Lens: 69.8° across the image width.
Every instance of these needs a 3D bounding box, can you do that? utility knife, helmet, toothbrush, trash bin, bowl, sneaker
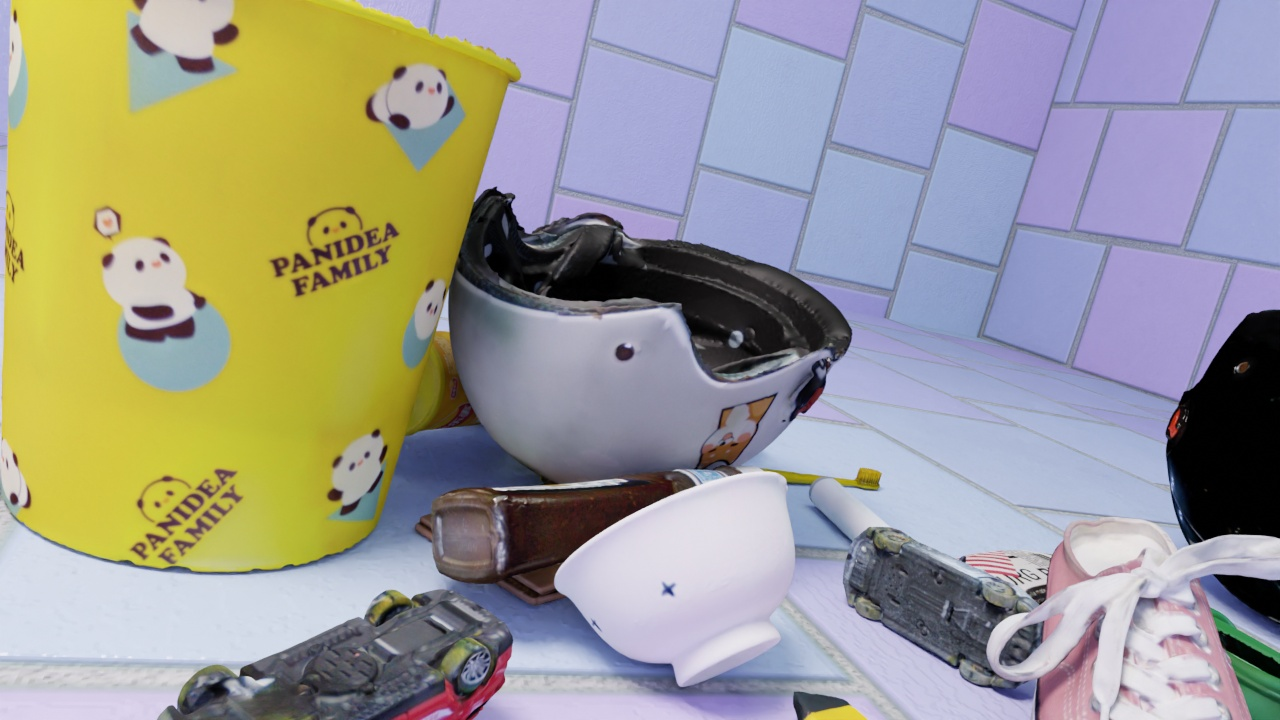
[{"bbox_3d":[0.110,0.174,0.344,0.033,0.015,0.156,0,17,-30],"label":"utility knife"},{"bbox_3d":[-0.004,0.003,0.599,0.273,0.157,0.230,1,27,-48],"label":"helmet"},{"bbox_3d":[0.136,0.097,0.789,0.189,0.016,0.016,8,11,-30],"label":"toothbrush"},{"bbox_3d":[-0.200,-0.050,0.463,0.229,0.255,0.229,14,10,-3],"label":"trash bin"},{"bbox_3d":[0.027,0.107,0.416,0.118,0.119,0.064,3,54,-45],"label":"bowl"},{"bbox_3d":[0.545,0.101,0.727,0.233,0.230,0.274,24,1,4],"label":"helmet"},{"bbox_3d":[0.170,0.129,0.632,0.026,0.027,0.221,51,-2,-18],"label":"toothbrush"},{"bbox_3d":[0.207,0.125,0.380,0.118,0.088,0.240,-1,24,22],"label":"sneaker"}]

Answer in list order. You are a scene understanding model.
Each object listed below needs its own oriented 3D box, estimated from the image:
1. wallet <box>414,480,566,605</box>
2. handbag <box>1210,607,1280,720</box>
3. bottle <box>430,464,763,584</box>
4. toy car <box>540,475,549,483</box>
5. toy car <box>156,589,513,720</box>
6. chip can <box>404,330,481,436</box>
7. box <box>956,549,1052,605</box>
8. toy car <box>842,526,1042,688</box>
[{"bbox_3d":[-0.052,0.101,0.521,0.101,0.020,0.115,19,14,36],"label":"wallet"},{"bbox_3d":[0.307,0.176,0.474,0.120,0.068,0.131,18,8,-17],"label":"handbag"},{"bbox_3d":[-0.007,0.080,0.478,0.194,0.044,0.080,0,-8,-40],"label":"bottle"},{"bbox_3d":[-0.056,0.068,0.658,0.048,0.032,0.105,10,22,-23],"label":"toy car"},{"bbox_3d":[-0.096,0.115,0.304,0.053,0.045,0.120,18,17,35],"label":"toy car"},{"bbox_3d":[-0.118,0.013,0.680,0.072,0.072,0.213,18,8,22],"label":"chip can"},{"bbox_3d":[0.265,0.153,0.607,0.164,0.052,0.069,9,24,-36],"label":"box"},{"bbox_3d":[0.170,0.136,0.518,0.036,0.054,0.121,0,16,-44],"label":"toy car"}]
